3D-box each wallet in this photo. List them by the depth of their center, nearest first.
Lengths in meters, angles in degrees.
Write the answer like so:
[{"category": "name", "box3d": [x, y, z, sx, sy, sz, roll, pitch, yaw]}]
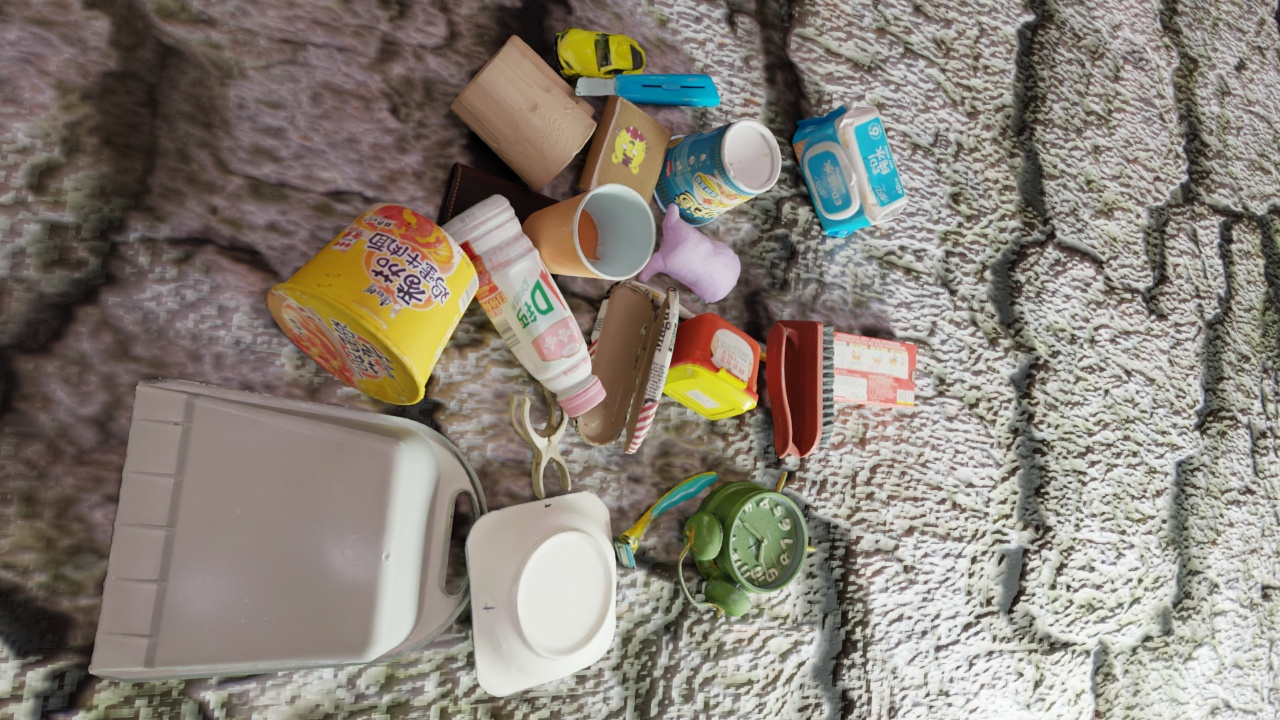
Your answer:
[{"category": "wallet", "box3d": [-0.124, -0.115, 0.833, 0.122, 0.020, 0.096, 16, 84, -30]}, {"category": "wallet", "box3d": [-0.016, -0.182, 0.876, 0.090, 0.033, 0.115, 21, 85, -44]}]

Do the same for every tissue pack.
[{"category": "tissue pack", "box3d": [0.225, -0.207, 1.004, 0.063, 0.090, 0.140, -27, 101, -30]}]

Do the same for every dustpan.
[{"category": "dustpan", "box3d": [-0.260, 0.142, 0.742, 0.258, 0.143, 0.222, 6, 83, -1]}]

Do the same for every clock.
[{"category": "clock", "box3d": [0.101, 0.189, 0.925, 0.160, 0.056, 0.116, -27, 99, -29]}]

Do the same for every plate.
[{"category": "plate", "box3d": [-0.076, 0.205, 0.812, 0.163, 0.034, 0.164, -6, 92, -44]}]

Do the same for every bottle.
[{"category": "bottle", "box3d": [-0.095, -0.043, 0.789, 0.068, 0.068, 0.197, -37, 102, -27]}]

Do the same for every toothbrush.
[{"category": "toothbrush", "box3d": [0.065, -0.041, 0.943, 0.191, 0.016, 0.018, 27, 63, -27]}]

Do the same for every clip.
[{"category": "clip", "box3d": [-0.100, 0.073, 0.829, 0.082, 0.035, 0.104, 4, 93, -33]}]

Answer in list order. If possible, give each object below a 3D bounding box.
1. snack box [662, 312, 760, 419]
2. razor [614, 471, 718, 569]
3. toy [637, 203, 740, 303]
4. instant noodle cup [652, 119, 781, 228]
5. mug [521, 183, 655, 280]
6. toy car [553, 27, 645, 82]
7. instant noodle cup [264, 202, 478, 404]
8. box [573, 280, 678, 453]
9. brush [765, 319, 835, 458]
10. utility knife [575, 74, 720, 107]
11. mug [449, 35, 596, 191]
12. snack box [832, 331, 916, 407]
[{"category": "snack box", "box3d": [0.071, 0.004, 0.908, 0.091, 0.082, 0.080, 31, 62, -26]}, {"category": "razor", "box3d": [0.026, 0.148, 0.900, 0.132, 0.028, 0.043, -37, 136, -25]}, {"category": "toy", "box3d": [0.055, -0.097, 0.927, 0.108, 0.039, 0.084, 26, 92, -30]}, {"category": "instant noodle cup", "box3d": [0.078, -0.188, 0.904, 0.099, 0.110, 0.099, 2, 86, -32]}, {"category": "mug", "box3d": [-0.052, -0.107, 0.796, 0.078, 0.123, 0.078, -2, 93, -33]}, {"category": "toy car", "box3d": [-0.037, -0.292, 0.881, 0.105, 0.032, 0.048, -11, 93, -42]}, {"category": "instant noodle cup", "box3d": [-0.202, -0.049, 0.722, 0.138, 0.138, 0.109, 42, 60, -22]}, {"category": "box", "box3d": [-0.001, 0.006, 0.859, 0.076, 0.088, 0.162, 27, 73, -44]}, {"category": "brush", "box3d": [0.164, 0.031, 0.966, 0.069, 0.063, 0.146, -6, 97, -36]}, {"category": "utility knife", "box3d": [0.008, -0.266, 0.902, 0.190, 0.018, 0.034, -14, 94, -41]}, {"category": "mug", "box3d": [-0.099, -0.230, 0.827, 0.103, 0.084, 0.124, 42, 43, -21]}, {"category": "snack box", "box3d": [0.251, 0.011, 1.043, 0.152, 0.025, 0.075, 7, 83, -30]}]
